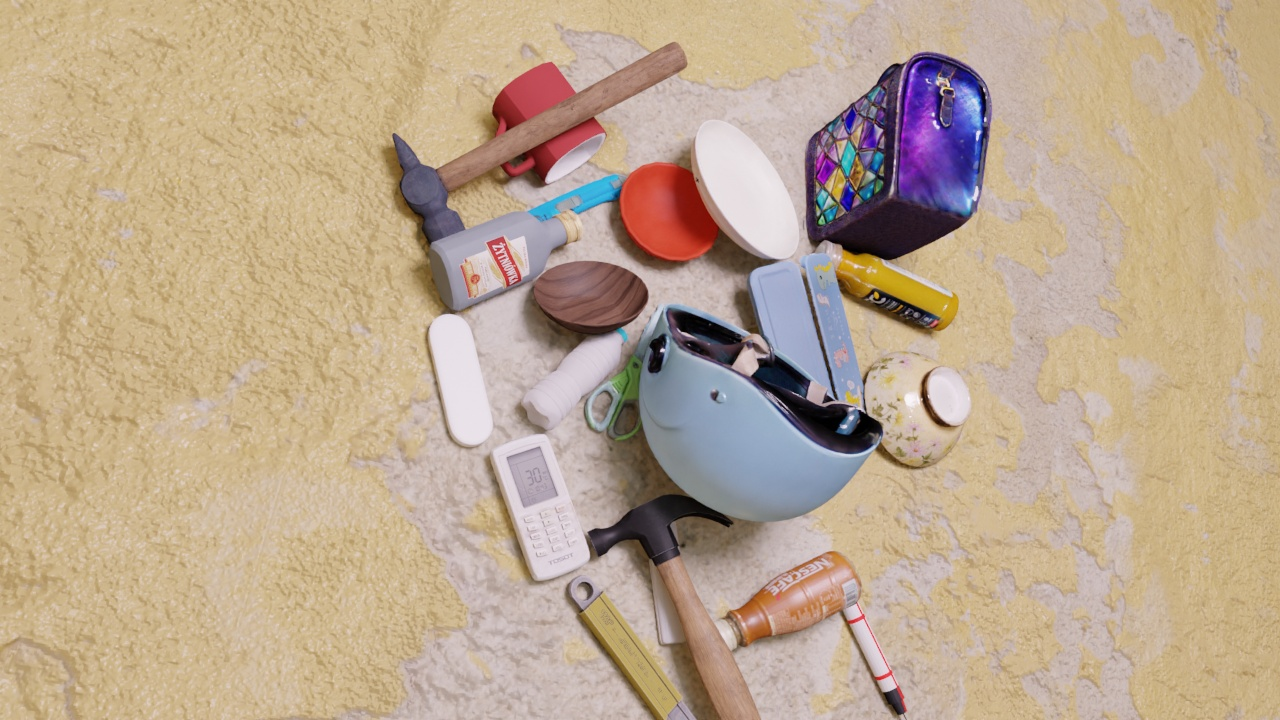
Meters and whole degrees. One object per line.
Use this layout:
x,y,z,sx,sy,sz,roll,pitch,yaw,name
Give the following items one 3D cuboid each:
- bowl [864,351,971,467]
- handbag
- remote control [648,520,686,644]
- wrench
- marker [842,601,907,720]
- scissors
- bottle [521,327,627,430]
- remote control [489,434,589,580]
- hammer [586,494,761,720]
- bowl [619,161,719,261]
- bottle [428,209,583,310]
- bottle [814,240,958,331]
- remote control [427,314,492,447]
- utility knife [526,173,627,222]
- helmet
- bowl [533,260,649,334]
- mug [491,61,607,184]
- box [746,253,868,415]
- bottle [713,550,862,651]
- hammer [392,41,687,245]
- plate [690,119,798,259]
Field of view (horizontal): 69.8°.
0.337,0.048,1.072,0.145,0.063,0.145,11,67,-28,bowl
0.300,-0.250,1.097,0.125,0.205,0.221,12,75,-19,handbag
0.028,0.217,0.923,0.033,0.012,0.130,0,72,-23,remote control
0.015,0.321,0.878,0.083,0.018,0.273,-37,88,-28,wrench
0.249,0.315,0.977,0.019,0.019,0.145,-21,81,-27,marker
-0.006,0.007,0.985,0.065,0.033,0.173,27,67,-7,scissors
-0.063,0.013,0.939,0.044,0.044,0.136,46,62,-2,bottle
-0.098,0.141,0.890,0.060,0.025,0.138,-16,79,-26,remote control
0.071,0.276,0.875,0.132,0.040,0.305,-24,76,-8,hammer
0.028,-0.163,1.043,0.122,0.035,0.121,7,69,-20,bowl
-0.133,-0.113,0.941,0.161,0.072,0.046,-27,40,-28,bottle
0.297,-0.093,1.119,0.186,0.053,0.053,22,65,-14,bottle
-0.178,0.019,0.907,0.043,0.013,0.136,-10,76,-25,remote control
-0.086,-0.166,1.010,0.197,0.015,0.031,-31,82,-27,utility knife
0.093,0.052,0.903,0.225,0.167,0.265,23,21,-32,helmet
-0.052,-0.059,0.958,0.119,0.032,0.119,3,38,-3,bowl
-0.111,-0.249,0.992,0.116,0.081,0.096,-36,88,-21,mug
0.198,-0.016,1.041,0.126,0.039,0.209,-14,90,-25,box
0.144,0.251,0.935,0.167,0.059,0.059,-21,81,-18,bottle
-0.099,-0.240,0.938,0.322,0.040,0.129,-28,85,1,hammer
0.115,-0.192,1.063,0.182,0.034,0.182,29,46,-35,plate
